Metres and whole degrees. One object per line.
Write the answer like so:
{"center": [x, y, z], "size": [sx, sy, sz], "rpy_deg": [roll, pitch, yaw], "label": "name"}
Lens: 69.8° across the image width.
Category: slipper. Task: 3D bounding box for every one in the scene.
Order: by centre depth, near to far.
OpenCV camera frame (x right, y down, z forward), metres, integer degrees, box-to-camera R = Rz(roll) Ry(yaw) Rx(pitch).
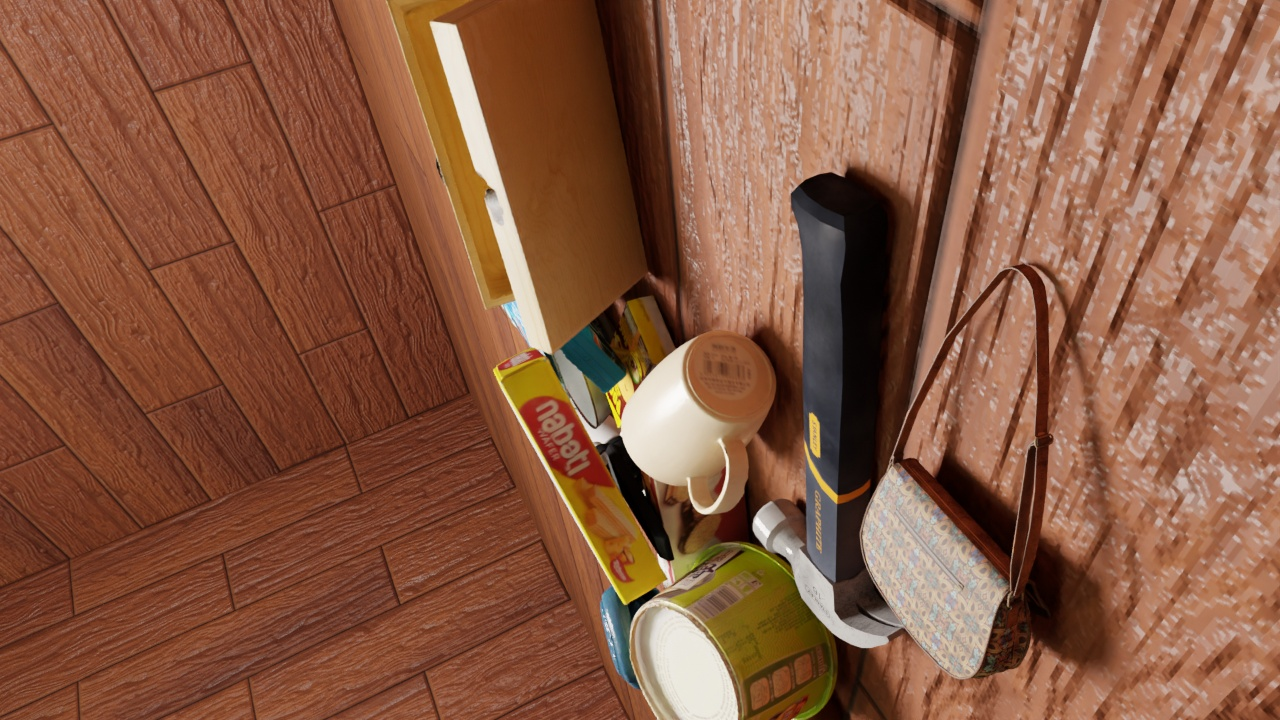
{"center": [0.004, 0.243, 0.832], "size": [0.214, 0.059, 0.103], "rpy_deg": [67, -173, -70], "label": "slipper"}

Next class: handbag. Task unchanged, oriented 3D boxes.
{"center": [0.141, 0.043, 0.382], "size": [0.093, 0.043, 0.196], "rpy_deg": [-124, 25, -49], "label": "handbag"}

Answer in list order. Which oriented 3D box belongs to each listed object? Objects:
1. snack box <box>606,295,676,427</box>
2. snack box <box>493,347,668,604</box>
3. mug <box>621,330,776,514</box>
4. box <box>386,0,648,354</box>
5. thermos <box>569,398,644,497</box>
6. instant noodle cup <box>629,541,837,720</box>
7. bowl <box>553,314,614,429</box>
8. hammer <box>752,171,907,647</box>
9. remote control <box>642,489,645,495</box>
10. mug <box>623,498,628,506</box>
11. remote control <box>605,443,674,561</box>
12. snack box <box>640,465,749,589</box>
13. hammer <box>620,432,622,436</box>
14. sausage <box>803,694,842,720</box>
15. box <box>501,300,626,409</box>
{"center": [-0.005, 0.005, 0.807], "size": [0.149, 0.025, 0.061], "rpy_deg": [116, 136, -63], "label": "snack box"}
{"center": [-0.050, 0.087, 0.726], "size": [0.200, 0.042, 0.092], "rpy_deg": [62, 173, -10], "label": "snack box"}
{"center": [0.043, 0.043, 0.598], "size": [0.105, 0.085, 0.111], "rpy_deg": [122, 141, -60], "label": "mug"}
{"center": [-0.077, -0.151, 0.668], "size": [0.148, 0.140, 0.249], "rpy_deg": [46, 155, 48], "label": "box"}
{"center": [-0.072, 0.079, 1.052], "size": [0.101, 0.068, 0.230], "rpy_deg": [28, -176, -38], "label": "thermos"}
{"center": [0.064, 0.219, 0.690], "size": [0.146, 0.097, 0.146], "rpy_deg": [22, 120, 43], "label": "instant noodle cup"}
{"center": [-0.054, -0.008, 0.954], "size": [0.150, 0.056, 0.151], "rpy_deg": [59, 164, 29], "label": "bowl"}
{"center": [0.103, 0.041, 0.498], "size": [0.139, 0.035, 0.313], "rpy_deg": [50, 158, 45], "label": "hammer"}
{"center": [0.021, 0.182, 1.042], "size": [0.133, 0.022, 0.050], "rpy_deg": [62, 154, 19], "label": "remote control"}
{"center": [-0.042, 0.126, 1.124], "size": [0.122, 0.081, 0.097], "rpy_deg": [-48, 57, 52], "label": "mug"}
{"center": [-0.002, 0.114, 0.742], "size": [0.124, 0.010, 0.039], "rpy_deg": [-127, 19, -54], "label": "remote control"}
{"center": [0.052, 0.148, 0.772], "size": [0.044, 0.076, 0.273], "rpy_deg": [-121, 16, -47], "label": "snack box"}
{"center": [0.057, 0.199, 0.920], "size": [0.140, 0.036, 0.326], "rpy_deg": [35, 146, 62], "label": "hammer"}
{"center": [0.114, 0.229, 0.745], "size": [0.155, 0.040, 0.040], "rpy_deg": [65, 166, 9], "label": "sausage"}
{"center": [-0.104, -0.056, 0.843], "size": [0.091, 0.066, 0.243], "rpy_deg": [45, -176, -43], "label": "box"}
